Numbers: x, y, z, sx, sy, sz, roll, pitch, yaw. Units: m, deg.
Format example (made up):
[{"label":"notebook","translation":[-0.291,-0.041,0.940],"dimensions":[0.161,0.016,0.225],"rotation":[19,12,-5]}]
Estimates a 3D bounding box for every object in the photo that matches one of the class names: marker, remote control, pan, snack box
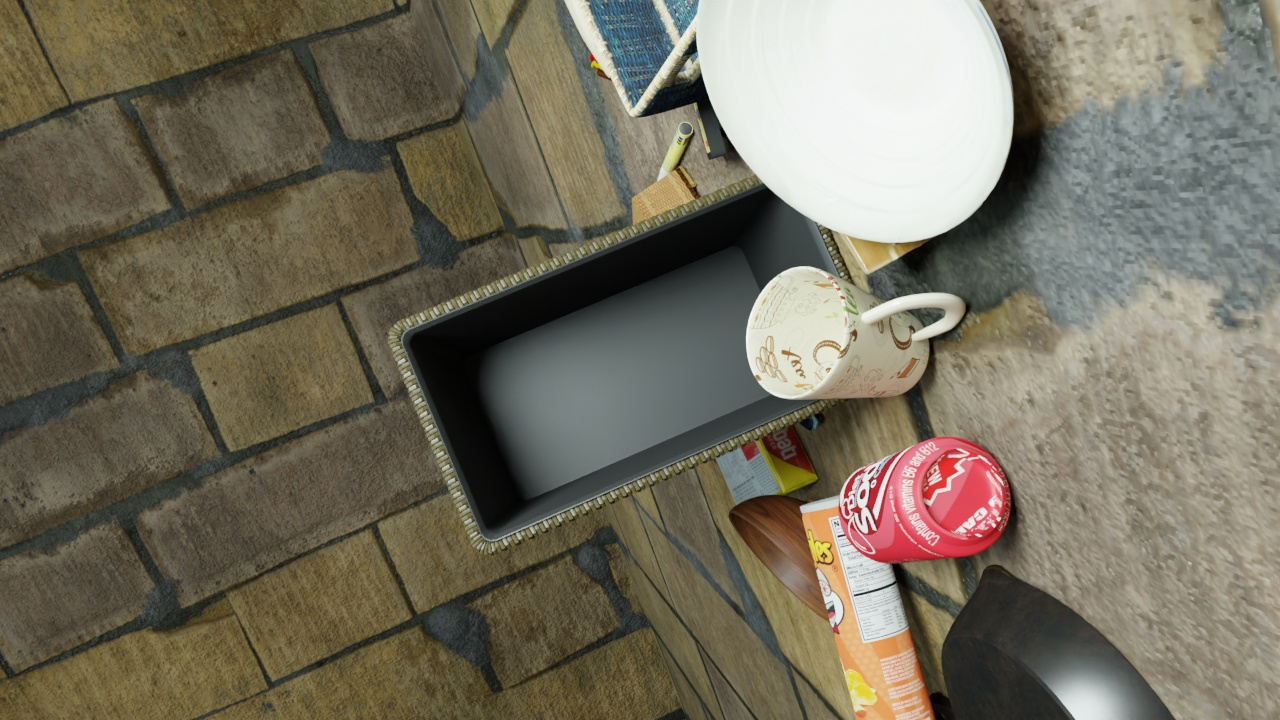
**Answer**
[{"label":"marker","translation":[0.032,-0.202,0.909],"dimensions":[0.132,0.014,0.014],"rotation":[128,118,-77]},{"label":"remote control","translation":[0.044,-0.230,0.746],"dimensions":[0.058,0.013,0.133],"rotation":[-82,-25,-80]},{"label":"pan","translation":[0.270,0.277,0.665],"dimensions":[0.357,0.043,0.248],"rotation":[108,138,-73]},{"label":"snack box","translation":[0.128,0.110,0.997],"dimensions":[0.201,0.042,0.092],"rotation":[111,135,-73]}]

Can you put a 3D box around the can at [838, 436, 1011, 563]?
[{"label":"can","translation":[0.187,0.098,0.623],"dimensions":[0.143,0.074,0.074],"rotation":[113,133,-74]}]

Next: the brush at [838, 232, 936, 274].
[{"label":"brush","translation":[0.131,-0.108,0.558],"dimensions":[0.117,0.049,0.039],"rotation":[62,-170,19]}]

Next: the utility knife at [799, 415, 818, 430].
[{"label":"utility knife","translation":[0.128,0.023,0.891],"dimensions":[0.171,0.020,0.029],"rotation":[48,160,55]}]

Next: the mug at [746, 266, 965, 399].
[{"label":"mug","translation":[0.142,-0.018,0.567],"dimensions":[0.122,0.097,0.081],"rotation":[-30,60,46]}]

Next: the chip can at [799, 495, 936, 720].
[{"label":"chip can","translation":[0.192,0.219,0.773],"dimensions":[0.062,0.062,0.210],"rotation":[127,130,-77]}]

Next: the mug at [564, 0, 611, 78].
[{"label":"mug","translation":[-0.023,-0.294,0.769],"dimensions":[0.104,0.085,0.111],"rotation":[66,-150,-16]}]

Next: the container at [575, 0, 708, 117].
[{"label":"container","translation":[0.011,-0.288,0.636],"dimensions":[0.187,0.071,0.146],"rotation":[66,155,6]}]

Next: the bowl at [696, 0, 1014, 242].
[{"label":"bowl","translation":[0.114,-0.148,0.458],"dimensions":[0.177,0.057,0.177],"rotation":[35,152,22]}]

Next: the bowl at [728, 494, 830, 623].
[{"label":"bowl","translation":[0.160,0.176,0.879],"dimensions":[0.147,0.068,0.147],"rotation":[45,169,11]}]

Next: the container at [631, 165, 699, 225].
[{"label":"container","translation":[0.038,-0.127,0.906],"dimensions":[0.063,0.061,0.114],"rotation":[86,158,-58]}]

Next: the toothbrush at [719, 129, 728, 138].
[{"label":"toothbrush","translation":[0.090,-0.171,0.711],"dimensions":[0.187,0.011,0.016],"rotation":[-139,29,-66]}]

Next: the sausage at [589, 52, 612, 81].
[{"label":"sausage","translation":[-0.015,-0.289,0.894],"dimensions":[0.155,0.040,0.040],"rotation":[-132,22,-59]}]

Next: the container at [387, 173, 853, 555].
[{"label":"container","translation":[-0.004,0.004,0.747],"dimensions":[0.205,0.321,0.176],"rotation":[121,126,-84]}]
